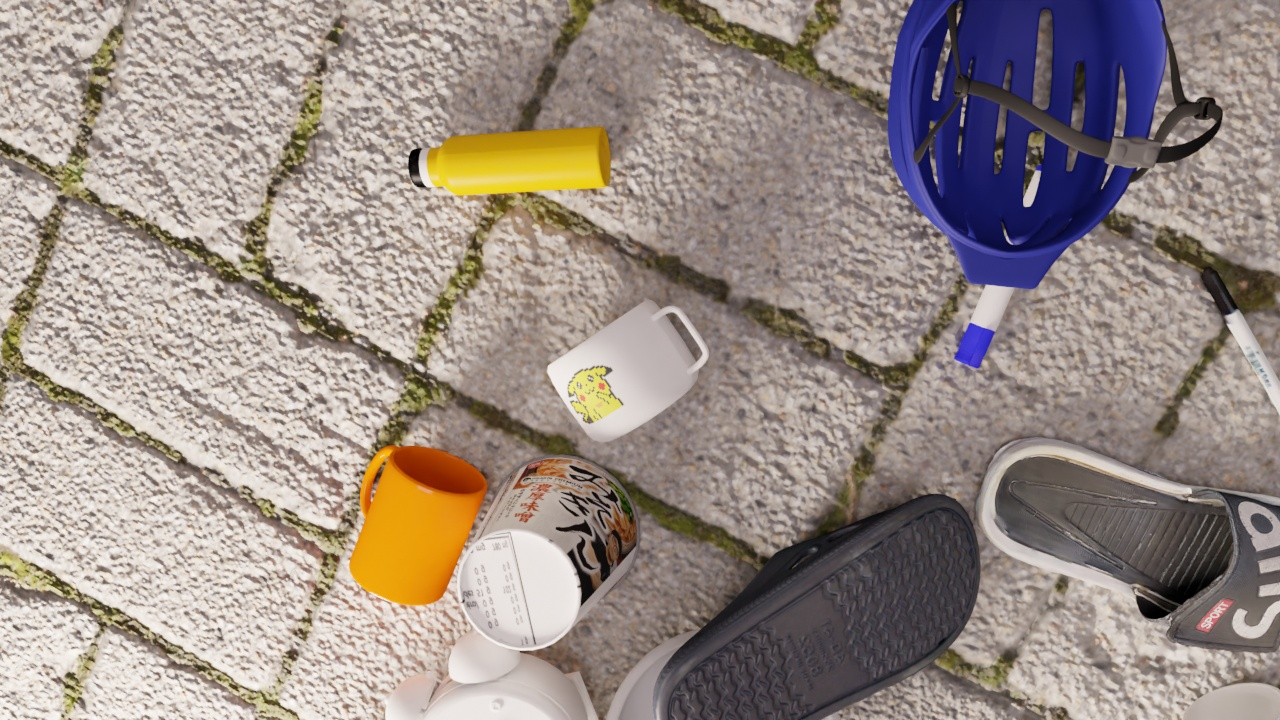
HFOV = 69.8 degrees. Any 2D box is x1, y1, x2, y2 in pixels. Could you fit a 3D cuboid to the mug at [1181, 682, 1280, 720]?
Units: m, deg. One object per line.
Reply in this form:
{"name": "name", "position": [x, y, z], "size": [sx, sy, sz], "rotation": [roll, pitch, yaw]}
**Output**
{"name": "mug", "position": [0.415, 0.283, 0.635], "size": [0.114, 0.080, 0.087], "rotation": [-32, 86, 44]}

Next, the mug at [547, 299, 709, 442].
{"name": "mug", "position": [-0.004, 0.004, 0.643], "size": [0.116, 0.094, 0.068], "rotation": [-31, 94, 35]}

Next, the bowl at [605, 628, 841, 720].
{"name": "bowl", "position": [0.060, 0.292, 0.679], "size": [0.176, 0.066, 0.176], "rotation": [0, 64, 0]}

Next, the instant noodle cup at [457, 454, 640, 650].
{"name": "instant noodle cup", "position": [-0.071, 0.143, 0.667], "size": [0.124, 0.121, 0.123], "rotation": [2, 99, 10]}

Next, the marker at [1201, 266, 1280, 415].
{"name": "marker", "position": [0.417, 0.003, 0.616], "size": [0.011, 0.011, 0.152], "rotation": [-31, 93, 13]}

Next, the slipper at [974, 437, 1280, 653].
{"name": "slipper", "position": [0.365, 0.130, 0.621], "size": [0.264, 0.063, 0.111], "rotation": [20, 102, 9]}

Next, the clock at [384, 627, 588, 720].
{"name": "clock", "position": [-0.104, 0.284, 0.673], "size": [0.125, 0.072, 0.161], "rotation": [-38, 96, 9]}

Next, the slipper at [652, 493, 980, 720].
{"name": "slipper", "position": [0.124, 0.188, 0.656], "size": [0.267, 0.083, 0.110], "rotation": [-28, 97, -13]}

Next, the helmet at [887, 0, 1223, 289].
{"name": "helmet", "position": [0.229, -0.161, 0.513], "size": [0.148, 0.227, 0.241], "rotation": [6, 97, 0]}

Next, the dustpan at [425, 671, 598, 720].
{"name": "dustpan", "position": [-0.139, 0.372, 0.737], "size": [0.258, 0.053, 0.191], "rotation": [-17, 99, 17]}

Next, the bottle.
{"name": "bottle", "position": [-0.096, -0.144, 0.666], "size": [0.144, 0.043, 0.043], "rotation": [-1, 99, 10]}

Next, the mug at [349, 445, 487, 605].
{"name": "mug", "position": [-0.183, 0.118, 0.714], "size": [0.113, 0.077, 0.096], "rotation": [31, 104, 33]}

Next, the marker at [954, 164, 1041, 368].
{"name": "marker", "position": [0.253, -0.063, 0.629], "size": [0.020, 0.020, 0.142], "rotation": [21, 102, 6]}
